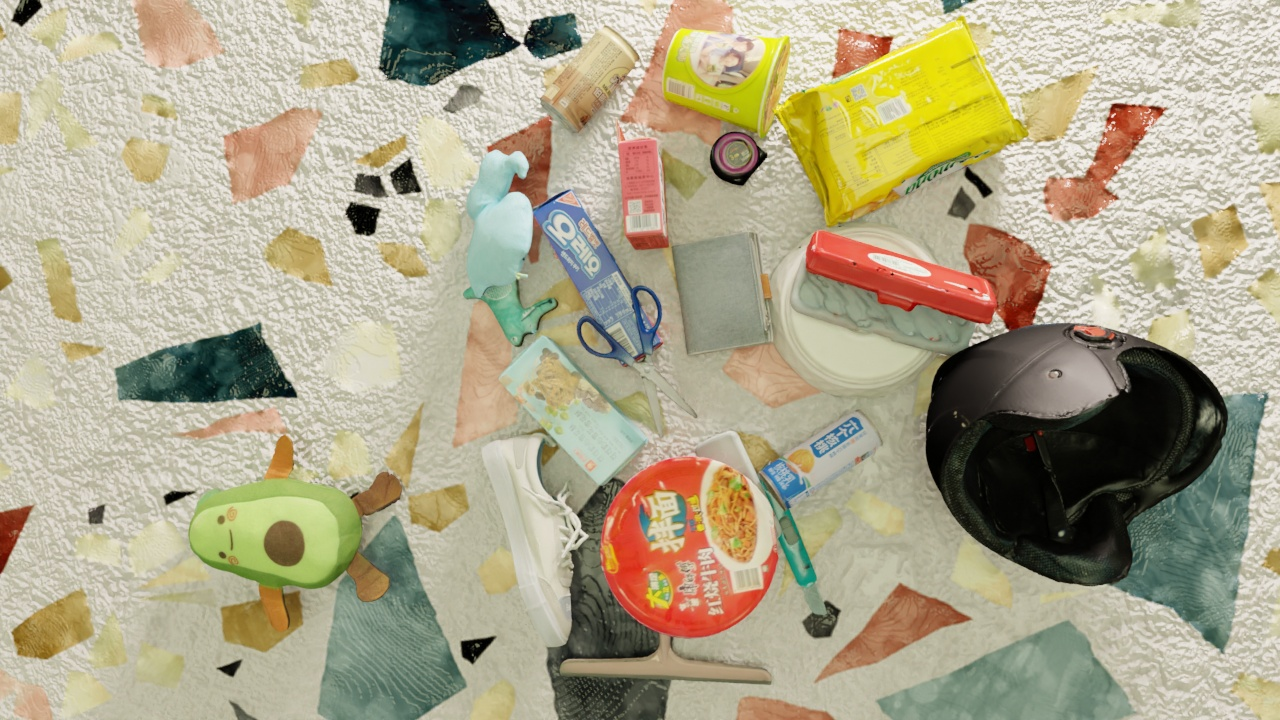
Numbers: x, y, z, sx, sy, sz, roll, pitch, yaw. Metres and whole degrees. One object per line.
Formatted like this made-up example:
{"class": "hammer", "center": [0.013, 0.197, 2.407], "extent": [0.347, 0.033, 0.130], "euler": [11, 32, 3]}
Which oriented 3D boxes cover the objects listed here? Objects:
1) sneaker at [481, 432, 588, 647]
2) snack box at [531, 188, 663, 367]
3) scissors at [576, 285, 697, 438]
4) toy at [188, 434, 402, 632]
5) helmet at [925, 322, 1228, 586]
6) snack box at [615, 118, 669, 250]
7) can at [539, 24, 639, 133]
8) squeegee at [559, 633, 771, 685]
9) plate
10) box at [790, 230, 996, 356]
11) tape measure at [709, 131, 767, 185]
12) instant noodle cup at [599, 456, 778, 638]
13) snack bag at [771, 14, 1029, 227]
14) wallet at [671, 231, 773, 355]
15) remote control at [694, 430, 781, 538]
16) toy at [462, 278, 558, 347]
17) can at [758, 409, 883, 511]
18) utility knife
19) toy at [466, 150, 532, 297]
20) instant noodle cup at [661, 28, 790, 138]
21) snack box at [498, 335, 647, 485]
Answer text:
{"class": "sneaker", "center": [-0.104, 0.199, 1.047], "extent": [0.091, 0.089, 0.242], "euler": [-17, 83, 0]}
{"class": "snack box", "center": [-0.048, -0.094, 1.052], "extent": [0.057, 0.058, 0.207], "euler": [-31, 88, 4]}
{"class": "scissors", "center": [0.003, -0.005, 1.015], "extent": [0.162, 0.012, 0.163], "euler": [22, 95, 1]}
{"class": "toy", "center": [-0.406, 0.200, 1.064], "extent": [0.247, 0.090, 0.227], "euler": [1, 84, 1]}
{"class": "helmet", "center": [0.425, 0.072, 0.934], "extent": [0.275, 0.230, 0.234], "euler": [-18, 119, 1]}
{"class": "snack box", "center": [0.004, -0.193, 1.020], "extent": [0.044, 0.113, 0.127], "euler": [-4, 90, 5]}
{"class": "can", "center": [-0.059, -0.321, 1.052], "extent": [0.058, 0.058, 0.116], "euler": [41, 93, 3]}
{"class": "squeegee", "center": [0.028, 0.251, 1.057], "extent": [0.248, 0.040, 0.249], "euler": [0, 89, 5]}
{"class": "plate", "center": [0.249, -0.059, 1.037], "extent": [0.205, 0.045, 0.205], "euler": [0, 90, 5]}
{"class": "box", "center": [0.265, -0.063, 0.984], "extent": [0.201, 0.095, 0.099], "euler": [17, 120, 3]}
{"class": "tape measure", "center": [0.108, -0.232, 1.050], "extent": [0.058, 0.039, 0.057], "euler": [38, 92, -2]}
{"class": "instant noodle cup", "center": [0.052, 0.203, 1.011], "extent": [0.194, 0.066, 0.193], "euler": [0, 82, -3]}
{"class": "snack bag", "center": [0.284, -0.266, 1.014], "extent": [0.246, 0.068, 0.158], "euler": [-25, 89, 0]}
{"class": "wallet", "center": [0.097, -0.076, 1.053], "extent": [0.107, 0.037, 0.129], "euler": [-9, 88, 15]}
{"class": "remote control", "center": [0.112, 0.149, 1.055], "extent": [0.056, 0.020, 0.136], "euler": [-26, 88, 21]}
{"class": "toy", "center": [-0.148, -0.064, 1.074], "extent": [0.096, 0.030, 0.092], "euler": [-27, 92, 6]}
{"class": "can", "center": [0.203, 0.111, 1.030], "extent": [0.134, 0.053, 0.053], "euler": [-33, 88, -3]}
{"class": "utility knife", "center": [0.175, 0.207, 1.058], "extent": [0.029, 0.013, 0.187], "euler": [-22, 89, 4]}
{"class": "toy", "center": [-0.160, -0.153, 1.040], "extent": [0.156, 0.049, 0.162], "euler": [49, 115, 39]}
{"class": "instant noodle cup", "center": [0.092, -0.318, 1.022], "extent": [0.123, 0.111, 0.111], "euler": [17, 91, 12]}
{"class": "snack box", "center": [-0.077, 0.057, 1.057], "extent": [0.074, 0.051, 0.175], "euler": [-44, 87, 2]}
